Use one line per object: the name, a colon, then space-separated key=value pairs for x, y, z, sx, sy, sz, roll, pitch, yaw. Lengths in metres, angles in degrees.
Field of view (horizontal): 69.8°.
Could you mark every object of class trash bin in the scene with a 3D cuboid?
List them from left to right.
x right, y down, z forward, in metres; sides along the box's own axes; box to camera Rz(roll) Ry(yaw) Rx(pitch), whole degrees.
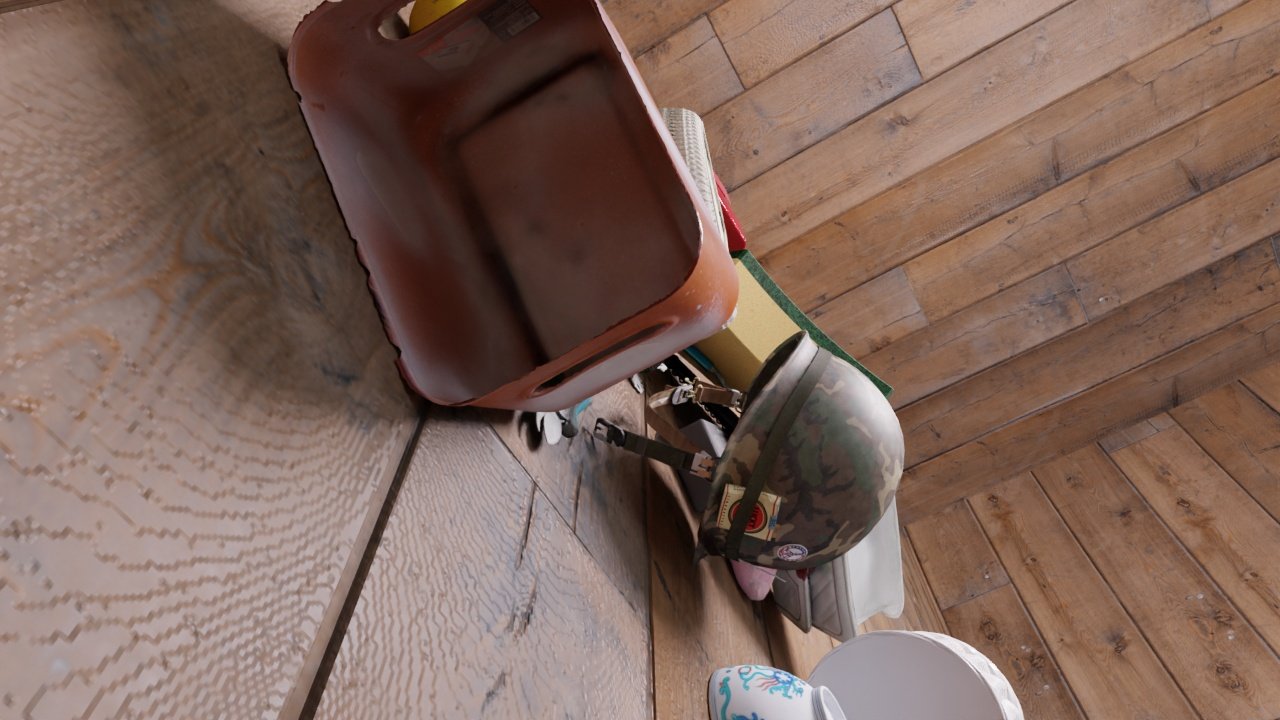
trash bin: x=-0.067 y=-0.107 z=0.563 sx=0.259 sy=0.182 sz=0.157 roll=65 pitch=12 yaw=15

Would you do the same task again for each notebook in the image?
notebook: x=0.113 y=0.080 z=1.097 sx=0.169 sy=0.019 sz=0.231 roll=46 pitch=-1 yaw=40

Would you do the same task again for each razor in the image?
razor: x=0.058 y=-0.008 z=1.044 sx=0.144 sy=0.022 sz=0.042 roll=46 pitch=-1 yaw=-6

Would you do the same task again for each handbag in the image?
handbag: x=0.187 y=0.183 z=0.962 sx=0.142 sy=0.096 sz=0.199 roll=12 pitch=-62 yaw=51

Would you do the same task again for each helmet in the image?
helmet: x=0.095 y=0.079 z=0.790 sx=0.236 sy=0.225 sz=0.192 roll=37 pitch=20 yaw=2

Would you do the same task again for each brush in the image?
brush: x=0.143 y=0.000 z=1.044 sx=0.250 sy=0.075 sz=0.195 roll=43 pitch=-16 yaw=-3

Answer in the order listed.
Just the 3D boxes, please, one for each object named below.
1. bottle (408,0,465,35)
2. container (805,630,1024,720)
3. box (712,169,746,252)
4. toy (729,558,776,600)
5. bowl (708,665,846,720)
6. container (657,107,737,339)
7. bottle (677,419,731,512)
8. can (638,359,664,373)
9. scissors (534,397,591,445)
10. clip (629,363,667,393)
bottle: x=-0.144 y=-0.250 z=0.783 sx=0.164 sy=0.071 sz=0.071 roll=62 pitch=13 yaw=-3
container: x=0.255 y=0.349 z=0.857 sx=0.186 sy=0.189 sz=0.189 roll=35 pitch=30 yaw=-61
box: x=0.028 y=-0.163 z=1.088 sx=0.135 sy=0.158 sz=0.117 roll=45 pitch=27 yaw=-48
toy: x=0.115 y=0.182 z=0.933 sx=0.099 sy=0.053 sz=0.096 roll=-87 pitch=177 yaw=-67
bowl: x=0.119 y=0.292 z=0.697 sx=0.144 sy=0.074 sz=0.143 roll=57 pitch=14 yaw=-23
container: x=-0.003 y=-0.109 z=0.767 sx=0.251 sy=0.143 sz=0.185 roll=-88 pitch=166 yaw=-58
bottle: x=0.086 y=0.117 z=0.984 sx=0.083 sy=0.046 sz=0.173 roll=66 pitch=14 yaw=17
can: x=-0.009 y=-0.040 z=0.887 sx=0.054 sy=0.054 sz=0.137 roll=54 pitch=9 yaw=-31
scissors: x=-0.057 y=0.028 z=0.680 sx=0.150 sy=0.019 sz=0.130 roll=43 pitch=22 yaw=-57
clip: x=-0.006 y=0.005 z=0.923 sx=0.054 sy=0.040 sz=0.101 roll=42 pitch=15 yaw=-1
